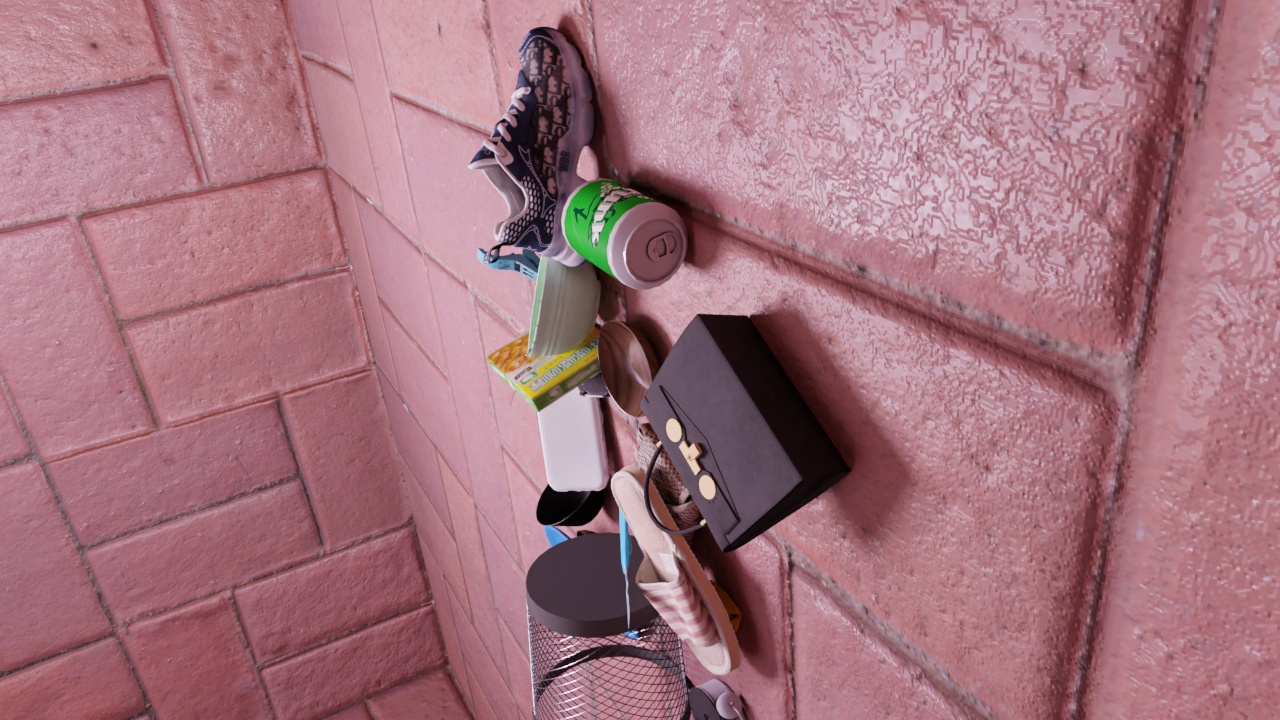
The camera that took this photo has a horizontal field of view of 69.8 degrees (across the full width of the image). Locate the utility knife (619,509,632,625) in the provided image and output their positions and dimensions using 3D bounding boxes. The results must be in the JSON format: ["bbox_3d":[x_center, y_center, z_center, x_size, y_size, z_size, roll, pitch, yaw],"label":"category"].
[{"bbox_3d":[-0.018,0.226,1.126,0.031,0.015,0.219,95,175,-45],"label":"utility knife"}]

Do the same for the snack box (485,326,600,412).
[{"bbox_3d":[-0.115,-0.006,1.193,0.168,0.131,0.027,34,153,55],"label":"snack box"}]

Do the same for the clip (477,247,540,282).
[{"bbox_3d":[-0.169,-0.155,1.315,0.033,0.122,0.120,102,179,-48],"label":"clip"}]

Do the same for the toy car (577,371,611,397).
[{"bbox_3d":[-0.048,0.027,1.183,0.113,0.039,0.039,-2,104,61],"label":"toy car"}]

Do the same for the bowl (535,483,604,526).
[{"bbox_3d":[-0.092,0.208,1.365,0.052,0.124,0.124,45,168,-26],"label":"bowl"}]

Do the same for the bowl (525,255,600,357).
[{"bbox_3d":[-0.093,-0.073,1.138,0.151,0.077,0.151,-172,91,-80],"label":"bowl"}]

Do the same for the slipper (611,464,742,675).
[{"bbox_3d":[0.031,0.246,1.060,0.263,0.052,0.115,62,152,6],"label":"slipper"}]

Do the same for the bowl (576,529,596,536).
[{"bbox_3d":[-0.055,0.294,1.401,0.102,0.026,0.114,55,161,-3],"label":"bowl"}]

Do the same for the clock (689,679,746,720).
[{"bbox_3d":[0.105,0.453,1.159,0.123,0.035,0.094,-29,80,66],"label":"clock"}]

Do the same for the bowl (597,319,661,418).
[{"bbox_3d":[-0.006,0.006,1.080,0.119,0.032,0.119,37,136,46],"label":"bowl"}]

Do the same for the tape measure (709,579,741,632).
[{"bbox_3d":[0.089,0.299,1.089,0.068,0.030,0.059,48,145,44],"label":"tape measure"}]

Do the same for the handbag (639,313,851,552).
[{"bbox_3d":[0.062,0.088,0.848,0.196,0.072,0.175,-49,58,34],"label":"handbag"}]

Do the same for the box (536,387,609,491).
[{"bbox_3d":[-0.090,0.071,1.304,0.128,0.105,0.210,-50,-45,-64],"label":"box"}]

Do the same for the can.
[{"bbox_3d":[-0.018,-0.132,0.945,0.140,0.087,0.088,38,140,53],"label":"can"}]

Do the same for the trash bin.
[{"bbox_3d":[-0.047,0.377,1.219,0.218,0.217,0.228,34,133,55],"label":"trash bin"}]

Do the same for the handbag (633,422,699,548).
[{"bbox_3d":[0.026,0.176,1.121,0.124,0.047,0.186,55,151,37],"label":"handbag"}]

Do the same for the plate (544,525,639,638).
[{"bbox_3d":[-0.070,0.337,1.424,0.224,0.024,0.225,44,159,22],"label":"plate"}]

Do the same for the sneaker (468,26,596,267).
[{"bbox_3d":[-0.128,-0.238,1.024,0.103,0.132,0.269,1,96,63],"label":"sneaker"}]
